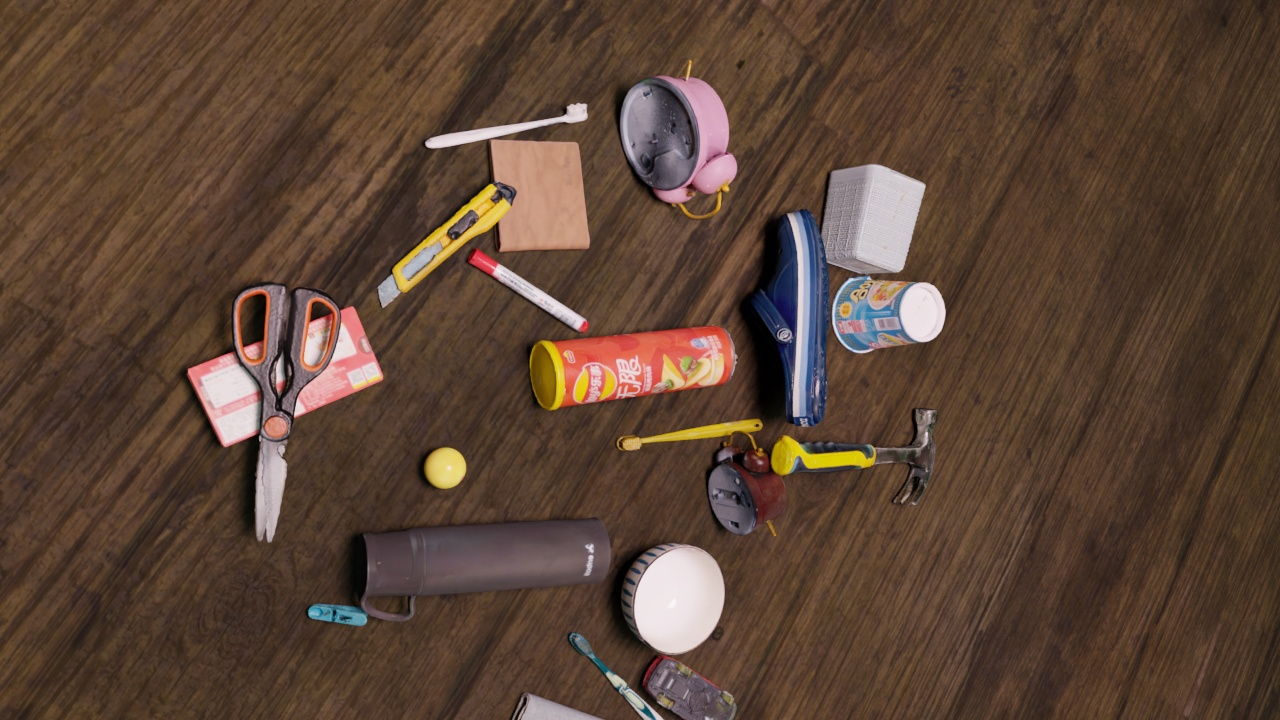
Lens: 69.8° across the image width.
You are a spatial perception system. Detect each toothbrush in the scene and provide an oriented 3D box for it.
[{"bbox_3d":[-0.133,-0.238,0.930,0.179,0.016,0.016,-19,137,-26],"label":"toothbrush"},{"bbox_3d":[0.060,0.084,1.042,0.189,0.017,0.015,-5,94,-28],"label":"toothbrush"},{"bbox_3d":[-0.016,0.363,1.008,0.016,0.018,0.191,-46,110,-19],"label":"toothbrush"}]

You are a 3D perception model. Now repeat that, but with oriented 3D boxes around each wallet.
[{"bbox_3d":[-0.085,0.419,0.962,0.129,0.037,0.106,29,77,-25],"label":"wallet"},{"bbox_3d":[-0.105,-0.171,0.948,0.101,0.020,0.115,-6,92,-28],"label":"wallet"}]

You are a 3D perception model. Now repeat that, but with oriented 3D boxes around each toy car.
[{"bbox_3d":[0.055,0.375,1.031,0.120,0.045,0.052,40,75,-18],"label":"toy car"}]

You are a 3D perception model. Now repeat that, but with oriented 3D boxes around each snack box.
[{"bbox_3d":[-0.319,0.013,0.832,0.152,0.025,0.075,-26,102,-26],"label":"snack box"}]

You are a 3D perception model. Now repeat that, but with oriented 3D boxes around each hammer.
[{"bbox_3d":[0.266,0.118,1.103,0.322,0.032,0.126,4,91,-44],"label":"hammer"}]

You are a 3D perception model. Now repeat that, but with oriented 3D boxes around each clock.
[{"bbox_3d":[0.119,0.139,1.040,0.055,0.082,0.122,-14,99,-32],"label":"clock"},{"bbox_3d":[0.044,-0.225,0.973,0.059,0.117,0.158,-24,101,-37],"label":"clock"}]

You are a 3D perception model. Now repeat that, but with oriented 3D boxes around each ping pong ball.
[{"bbox_3d":[-0.191,0.105,0.895,0.040,0.040,0.040,-1,91,-28],"label":"ping pong ball"}]

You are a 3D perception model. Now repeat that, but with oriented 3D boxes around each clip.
[{"bbox_3d":[-0.283,0.238,0.860,0.055,0.034,0.013,12,84,-12],"label":"clip"}]

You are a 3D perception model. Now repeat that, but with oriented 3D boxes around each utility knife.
[{"bbox_3d":[-0.189,-0.115,0.895,0.176,0.015,0.033,-44,96,-12],"label":"utility knife"}]

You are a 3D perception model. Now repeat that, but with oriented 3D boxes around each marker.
[{"bbox_3d":[-0.113,-0.070,0.946,0.145,0.017,0.017,33,76,-25],"label":"marker"}]

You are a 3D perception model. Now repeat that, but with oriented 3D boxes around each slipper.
[{"bbox_3d":[0.172,-0.047,1.061,0.095,0.105,0.252,-2,75,12],"label":"slipper"}]

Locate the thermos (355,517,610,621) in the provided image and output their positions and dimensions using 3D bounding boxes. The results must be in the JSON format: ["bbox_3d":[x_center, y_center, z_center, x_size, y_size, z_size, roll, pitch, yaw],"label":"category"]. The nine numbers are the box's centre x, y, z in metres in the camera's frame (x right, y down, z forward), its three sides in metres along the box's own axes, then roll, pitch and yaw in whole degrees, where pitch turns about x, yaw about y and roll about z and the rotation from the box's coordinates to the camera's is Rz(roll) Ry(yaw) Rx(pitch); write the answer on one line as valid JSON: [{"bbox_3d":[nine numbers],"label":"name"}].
[{"bbox_3d":[-0.154,0.204,0.908,0.242,0.068,0.090,2,106,-27],"label":"thermos"}]

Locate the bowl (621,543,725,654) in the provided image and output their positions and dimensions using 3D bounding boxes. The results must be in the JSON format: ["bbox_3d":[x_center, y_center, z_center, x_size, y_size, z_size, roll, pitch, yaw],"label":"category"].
[{"bbox_3d":[0.027,0.254,1.001,0.116,0.066,0.116,-1,92,-29],"label":"bowl"}]

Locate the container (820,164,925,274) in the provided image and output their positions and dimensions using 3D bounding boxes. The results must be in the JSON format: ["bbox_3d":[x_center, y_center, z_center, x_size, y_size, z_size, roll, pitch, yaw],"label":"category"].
[{"bbox_3d":[0.275,-0.168,1.113,0.089,0.090,0.111,14,87,-27],"label":"container"}]

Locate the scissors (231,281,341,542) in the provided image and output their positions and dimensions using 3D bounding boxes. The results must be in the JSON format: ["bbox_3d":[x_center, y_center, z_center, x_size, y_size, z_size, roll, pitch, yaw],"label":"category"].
[{"bbox_3d":[-0.333,0.043,0.802,0.139,0.022,0.234,28,82,-18],"label":"scissors"}]

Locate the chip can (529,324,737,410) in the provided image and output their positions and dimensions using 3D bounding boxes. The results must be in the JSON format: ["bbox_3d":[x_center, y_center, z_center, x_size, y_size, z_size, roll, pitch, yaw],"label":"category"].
[{"bbox_3d":[-0.006,0.006,0.975,0.216,0.073,0.073,-6,94,-29],"label":"chip can"}]

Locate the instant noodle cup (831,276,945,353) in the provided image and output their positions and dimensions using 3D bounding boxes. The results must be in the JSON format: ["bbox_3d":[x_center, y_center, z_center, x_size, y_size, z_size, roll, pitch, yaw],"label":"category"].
[{"bbox_3d":[0.305,-0.057,1.118,0.099,0.110,0.099,-1,92,-28],"label":"instant noodle cup"}]
